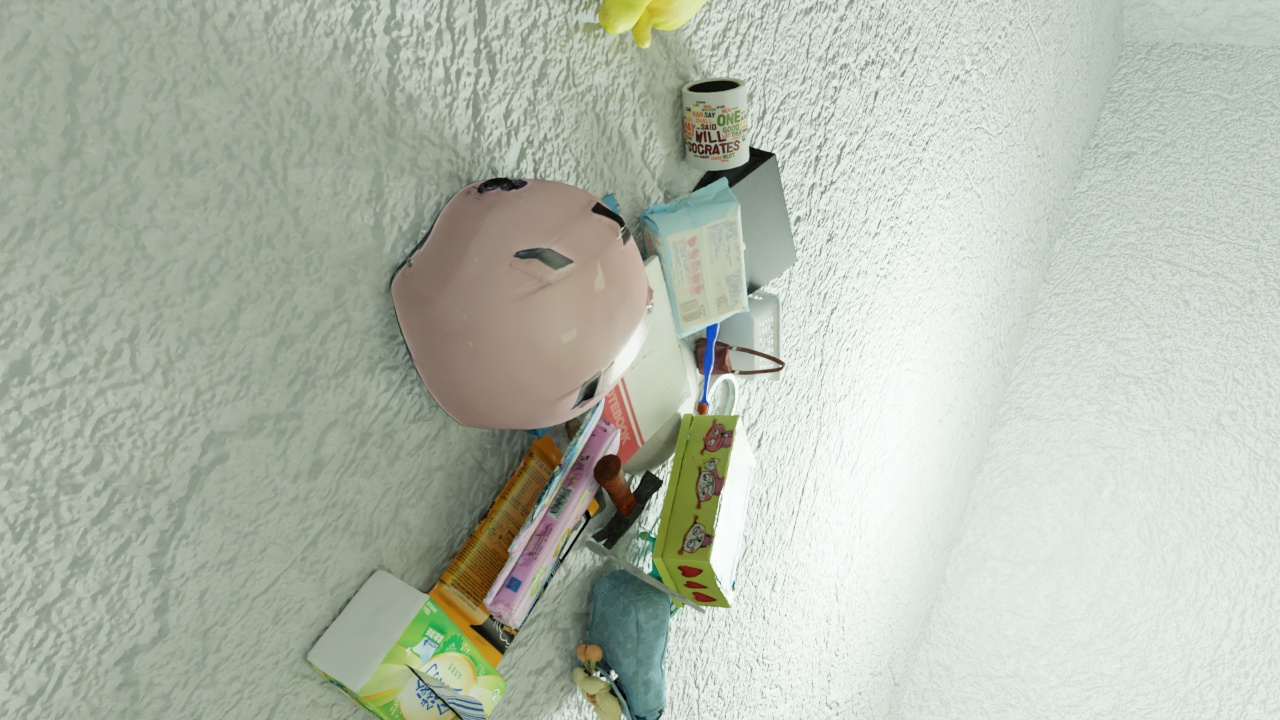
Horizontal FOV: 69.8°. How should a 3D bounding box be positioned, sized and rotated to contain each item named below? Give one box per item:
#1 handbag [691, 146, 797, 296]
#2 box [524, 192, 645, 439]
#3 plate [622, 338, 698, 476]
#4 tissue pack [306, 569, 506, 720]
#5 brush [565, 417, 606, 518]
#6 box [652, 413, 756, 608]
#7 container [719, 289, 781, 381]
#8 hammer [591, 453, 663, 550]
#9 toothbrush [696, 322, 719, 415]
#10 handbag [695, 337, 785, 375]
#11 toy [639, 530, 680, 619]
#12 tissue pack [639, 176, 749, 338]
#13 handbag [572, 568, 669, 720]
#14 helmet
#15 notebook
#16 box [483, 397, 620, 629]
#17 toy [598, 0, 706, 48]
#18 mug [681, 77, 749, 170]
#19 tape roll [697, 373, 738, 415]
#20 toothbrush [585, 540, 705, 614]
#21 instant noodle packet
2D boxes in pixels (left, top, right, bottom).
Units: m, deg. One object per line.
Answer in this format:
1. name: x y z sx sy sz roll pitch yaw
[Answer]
1. handbag: 0.102 -0.147 1.184 0.195 0.072 0.176 -44 137 -22
2. box: -0.068 -0.050 0.985 0.230 0.033 0.175 -47 138 -34
3. plate: 0.029 0.061 1.177 0.188 0.027 0.189 -27 125 -48
4. tissue pack: -0.189 0.305 0.853 0.120 0.141 0.198 -58 143 -24
5. brush: -0.066 0.128 1.079 0.038 0.012 0.151 -42 135 -39
6. box: 0.082 0.186 1.148 0.124 0.081 0.220 66 32 -45
7. container: 0.150 -0.031 1.272 0.049 0.081 0.129 -23 120 -36
8. hammer: -0.023 0.150 1.031 0.111 0.028 0.301 -53 166 -12
9. toothbrush: 0.090 -0.006 1.208 0.018 0.016 0.183 -46 144 -63
10. handbag: 0.134 0.000 1.221 0.029 0.120 0.055 -56 144 -47
11. toy: 0.028 0.281 1.234 0.130 0.072 0.193 -92 -168 -81
12. tissue pack: 0.064 -0.120 1.093 0.112 0.070 0.182 -20 124 -15
13. handbag: -0.027 0.361 1.144 0.118 0.122 0.192 -8 111 -32
14. helmet: -0.082 -0.055 0.832 0.254 0.153 0.230 -38 118 -40
15. notebook: -0.006 0.006 1.047 0.152 0.012 0.209 -44 135 -32
16. box: -0.085 0.153 0.923 0.230 0.035 0.160 -60 170 -21
17. toy: 0.014 -0.389 0.910 0.207 0.092 0.134 -42 132 -36
18. mug: 0.091 -0.287 1.093 0.105 0.073 0.090 -71 158 -57
19. tape roll: 0.111 0.062 1.312 0.092 0.013 0.093 -27 125 -48
20. toothbrush: 0.005 0.256 1.083 0.010 0.182 0.010 -49 142 -25
21. instant noodle packet: -0.132 0.206 0.995 0.220 0.032 0.160 -56 141 -25
